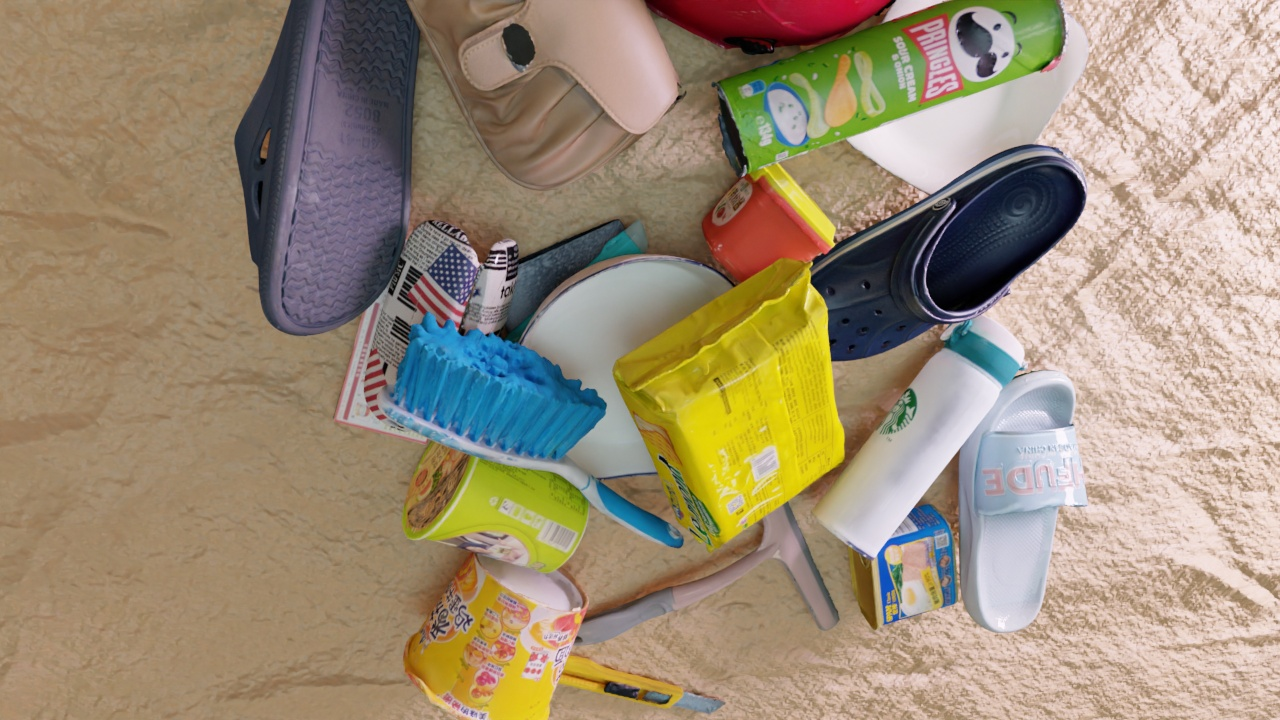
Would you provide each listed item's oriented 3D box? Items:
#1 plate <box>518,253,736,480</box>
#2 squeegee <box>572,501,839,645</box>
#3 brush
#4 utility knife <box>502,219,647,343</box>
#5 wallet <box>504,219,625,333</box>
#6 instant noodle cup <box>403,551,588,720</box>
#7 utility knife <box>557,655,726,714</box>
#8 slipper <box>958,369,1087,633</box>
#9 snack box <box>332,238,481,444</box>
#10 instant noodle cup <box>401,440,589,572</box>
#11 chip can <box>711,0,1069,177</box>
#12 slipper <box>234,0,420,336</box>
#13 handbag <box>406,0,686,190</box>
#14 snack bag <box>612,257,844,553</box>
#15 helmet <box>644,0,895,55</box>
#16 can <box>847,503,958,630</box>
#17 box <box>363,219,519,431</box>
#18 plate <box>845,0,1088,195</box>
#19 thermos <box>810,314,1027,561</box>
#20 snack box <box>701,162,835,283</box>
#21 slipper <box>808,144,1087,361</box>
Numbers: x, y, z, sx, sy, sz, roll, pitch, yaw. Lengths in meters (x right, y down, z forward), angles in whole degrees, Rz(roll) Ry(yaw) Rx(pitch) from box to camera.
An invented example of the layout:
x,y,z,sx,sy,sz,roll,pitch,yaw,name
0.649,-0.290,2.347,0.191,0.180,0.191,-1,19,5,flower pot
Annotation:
x,y,z,sx,sy,sz,roll,pitch,yaw,name
-0.004,0.004,0.730,0.204,0.045,0.205,-9,124,-13,plate
0.038,0.210,0.840,0.249,0.040,0.248,-26,113,2,squeegee
-0.056,0.067,0.697,0.314,0.060,0.110,24,114,-33,brush
-0.063,-0.043,0.718,0.183,0.013,0.029,-40,113,9,utility knife
-0.053,-0.048,0.735,0.121,0.019,0.097,-23,115,-1,wallet
-0.115,0.226,0.775,0.138,0.138,0.110,26,97,-17,instant noodle cup
-0.008,0.315,0.886,0.202,0.015,0.033,19,110,-16,utility knife
0.341,0.130,0.816,0.104,0.074,0.245,1,98,-17,slipper
-0.183,-0.014,0.722,0.077,0.027,0.156,17,108,-15,snack box
-0.111,0.115,0.747,0.123,0.111,0.112,31,104,-28,instant noodle cup
0.170,-0.200,0.643,0.236,0.072,0.072,-19,113,2,chip can
-0.218,-0.152,0.635,0.110,0.083,0.268,-1,104,-55,slipper
-0.068,-0.221,0.614,0.148,0.099,0.204,-20,115,16,handbag
0.083,0.048,0.706,0.158,0.068,0.247,-32,138,-8,snack bag
0.097,-0.306,0.592,0.240,0.144,0.207,15,106,-16,helmet
0.244,0.191,0.856,0.083,0.057,0.102,-14,113,-6,can
-0.150,-0.024,0.683,0.086,0.075,0.162,24,109,-1,box
0.242,-0.214,0.706,0.163,0.034,0.164,25,106,-17,plate
0.238,0.062,0.786,0.073,0.073,0.224,35,94,-20,thermos
0.095,-0.100,0.700,0.082,0.091,0.080,41,107,-20,snack box
0.228,-0.066,0.712,0.253,0.095,0.105,-33,115,20,slipper
